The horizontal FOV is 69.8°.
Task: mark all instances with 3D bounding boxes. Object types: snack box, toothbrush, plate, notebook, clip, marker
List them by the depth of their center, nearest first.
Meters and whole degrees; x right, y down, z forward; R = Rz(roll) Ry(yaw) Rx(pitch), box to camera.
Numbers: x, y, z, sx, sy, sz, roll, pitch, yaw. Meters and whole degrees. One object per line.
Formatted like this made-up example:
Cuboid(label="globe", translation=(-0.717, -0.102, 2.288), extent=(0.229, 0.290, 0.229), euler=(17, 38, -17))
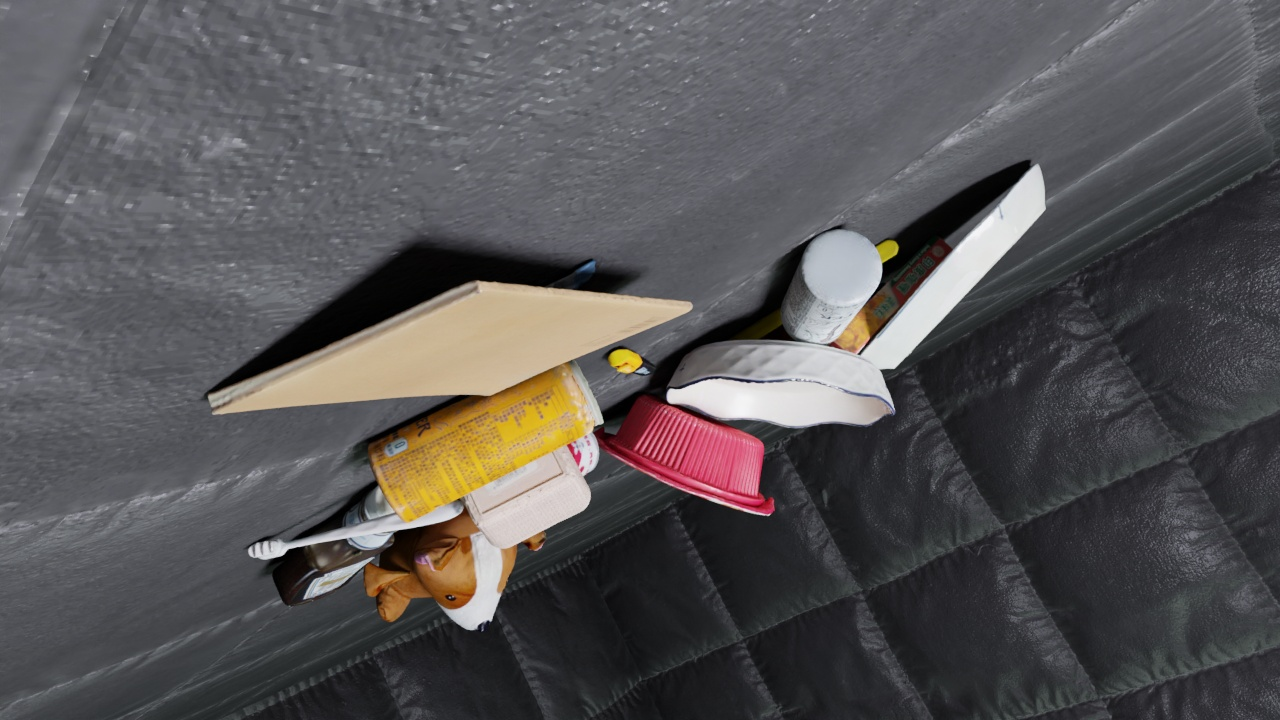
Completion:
Cuboid(label="notebook", translation=(-0.077, -0.005, 0.459), extent=(0.150, 0.012, 0.211), euler=(-21, 172, 24))
Cuboid(label="clip", translation=(-0.045, -0.032, 0.479), extent=(0.058, 0.045, 0.027), euler=(-21, 170, -3))
Cuboid(label="toothbrush", translation=(-0.213, 0.126, 0.682), extent=(0.180, 0.016, 0.016), euler=(-14, 165, 15))
Cuboid(label="marker", translation=(-0.004, 0.004, 0.738), extent=(0.018, 0.015, 0.124), euler=(-25, 171, 8))
Cuboid(label="toothbrush", translation=(0.151, -0.055, 0.837), extent=(0.190, 0.015, 0.016), euler=(-33, 174, 25))
Cuboid(label="plate", translation=(0.127, 0.023, 0.838), extent=(0.205, 0.045, 0.205), euler=(6, 166, 1))
Cuboid(label="plate", translation=(0.290, -0.072, 0.856), extent=(0.161, 0.034, 0.266), euler=(-39, 166, -34))
Cuboid(label="snack box", translation=(0.239, -0.051, 0.904), extent=(0.155, 0.027, 0.077), euler=(-44, 168, -14))

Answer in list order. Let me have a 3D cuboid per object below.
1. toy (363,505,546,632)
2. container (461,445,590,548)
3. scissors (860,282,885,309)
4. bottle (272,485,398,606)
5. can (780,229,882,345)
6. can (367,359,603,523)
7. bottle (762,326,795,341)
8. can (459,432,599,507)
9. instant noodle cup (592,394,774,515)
Cuboid(label="toy", translation=(-0.178, 0.194, 0.861), extent=(0.139, 0.130, 0.200), euler=(-14, 166, -40))
Cuboid(label="container", translation=(-0.095, 0.080, 0.686), extent=(0.090, 0.090, 0.111), euler=(-26, 165, -8))
Cuboid(label="scissors", translation=(0.193, -0.042, 1.001), extent=(0.173, 0.012, 0.125), euler=(-22, 169, -20))
Cuboid(label="bottle", translation=(-0.243, 0.151, 0.766), extent=(0.079, 0.044, 0.195), euler=(-16, 163, -46))
Cuboid(label="can", translation=(0.146, -0.053, 0.724), extent=(0.058, 0.058, 0.147), euler=(-27, 168, -4))
Cuboid(label="can", translation=(-0.101, 0.049, 0.602), extent=(0.146, 0.058, 0.058), euler=(-26, 169, -8))
Cuboid(label="bottle", translation=(0.151, -0.010, 0.928), extent=(0.059, 0.059, 0.207), euler=(-21, 161, -29))
Cuboid(label="can", translation=(-0.098, 0.092, 0.810), extent=(0.053, 0.053, 0.132), euler=(-36, 166, 38))
Cuboid(label="instant noodle cup", translation=(0.051, 0.086, 0.910), extent=(0.066, 0.194, 0.193), euler=(-67, 165, 1))
